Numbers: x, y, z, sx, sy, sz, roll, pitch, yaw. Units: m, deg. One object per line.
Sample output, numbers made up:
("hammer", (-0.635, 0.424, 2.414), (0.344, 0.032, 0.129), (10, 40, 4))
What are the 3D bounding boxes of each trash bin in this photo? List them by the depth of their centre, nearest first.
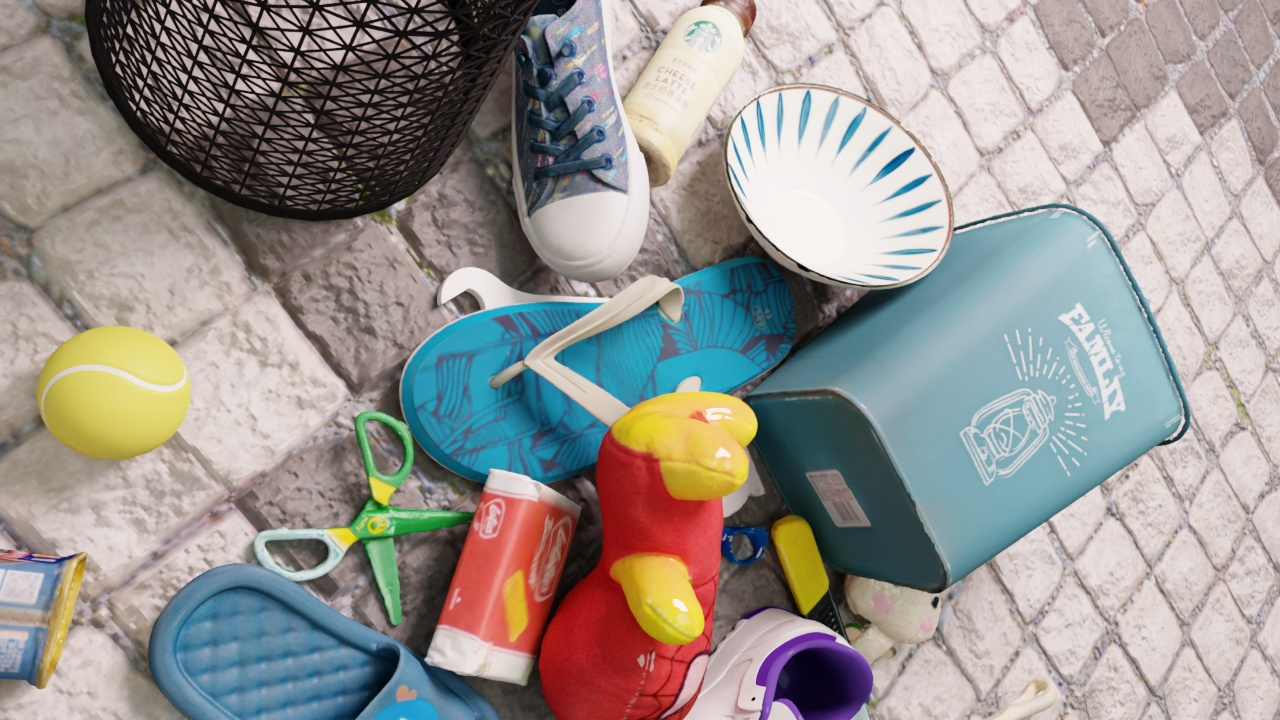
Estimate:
("trash bin", (-0.142, -0.204, 0.438), (0.216, 0.244, 0.217), (4, 81, -29))
("trash bin", (0.213, 0.033, 0.649), (0.218, 0.199, 0.196), (-32, 98, -22))

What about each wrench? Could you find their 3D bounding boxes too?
("wrench", (-0.005, -0.033, 0.629), (0.273, 0.009, 0.047), (1, 83, -30))

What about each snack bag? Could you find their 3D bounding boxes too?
("snack bag", (-0.076, 0.127, 0.533), (0.077, 0.036, 0.115), (48, 56, -60))

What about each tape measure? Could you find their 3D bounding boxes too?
("tape measure", (0.050, 0.075, 0.623), (0.062, 0.020, 0.060), (-26, 96, -28))

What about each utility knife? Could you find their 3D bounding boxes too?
("utility knife", (0.138, 0.207, 0.669), (0.029, 0.020, 0.203), (-20, 99, 0))

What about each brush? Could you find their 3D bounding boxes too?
("brush", (0.237, 0.306, 0.700), (0.271, 0.062, 0.077), (-18, 97, -34))

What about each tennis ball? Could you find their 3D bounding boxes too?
("tennis ball", (-0.255, 0.016, 0.447), (0.065, 0.065, 0.065), (4, 81, -29))

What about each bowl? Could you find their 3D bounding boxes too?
("bowl", (0.131, -0.111, 0.669), (0.177, 0.071, 0.177), (8, 61, -14))

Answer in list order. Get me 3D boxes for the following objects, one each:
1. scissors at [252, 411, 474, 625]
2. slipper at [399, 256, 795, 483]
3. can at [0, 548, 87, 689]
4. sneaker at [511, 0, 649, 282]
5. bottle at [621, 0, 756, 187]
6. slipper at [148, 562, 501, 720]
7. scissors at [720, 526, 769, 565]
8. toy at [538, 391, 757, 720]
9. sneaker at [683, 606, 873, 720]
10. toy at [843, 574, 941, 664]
("scissors", (-0.154, 0.092, 0.519), (0.131, 0.011, 0.125), (-12, 97, -24))
("slipper", (-0.003, 0.003, 0.588), (0.294, 0.060, 0.118), (-19, 104, -28))
("can", (-0.282, 0.108, 0.400), (0.059, 0.100, 0.054), (15, 75, -26))
("sneaker", (-0.052, -0.165, 0.564), (0.087, 0.079, 0.235), (-10, 79, 14))
("bottle", (0.031, -0.198, 0.645), (0.056, 0.057, 0.161), (38, 66, -20))
("slipper", (-0.159, 0.191, 0.483), (0.213, 0.059, 0.103), (41, 67, -17))
("scissors", (0.041, 0.108, 0.633), (0.133, 0.014, 0.127), (35, 68, -23))
("toy", (0.005, 0.125, 0.536), (0.099, 0.147, 0.216), (18, 103, 14))
("sneaker", (0.053, 0.250, 0.564), (0.243, 0.111, 0.092), (-36, 101, -28))
("toy", (0.188, 0.181, 0.690), (0.087, 0.050, 0.112), (34, 64, -20))
